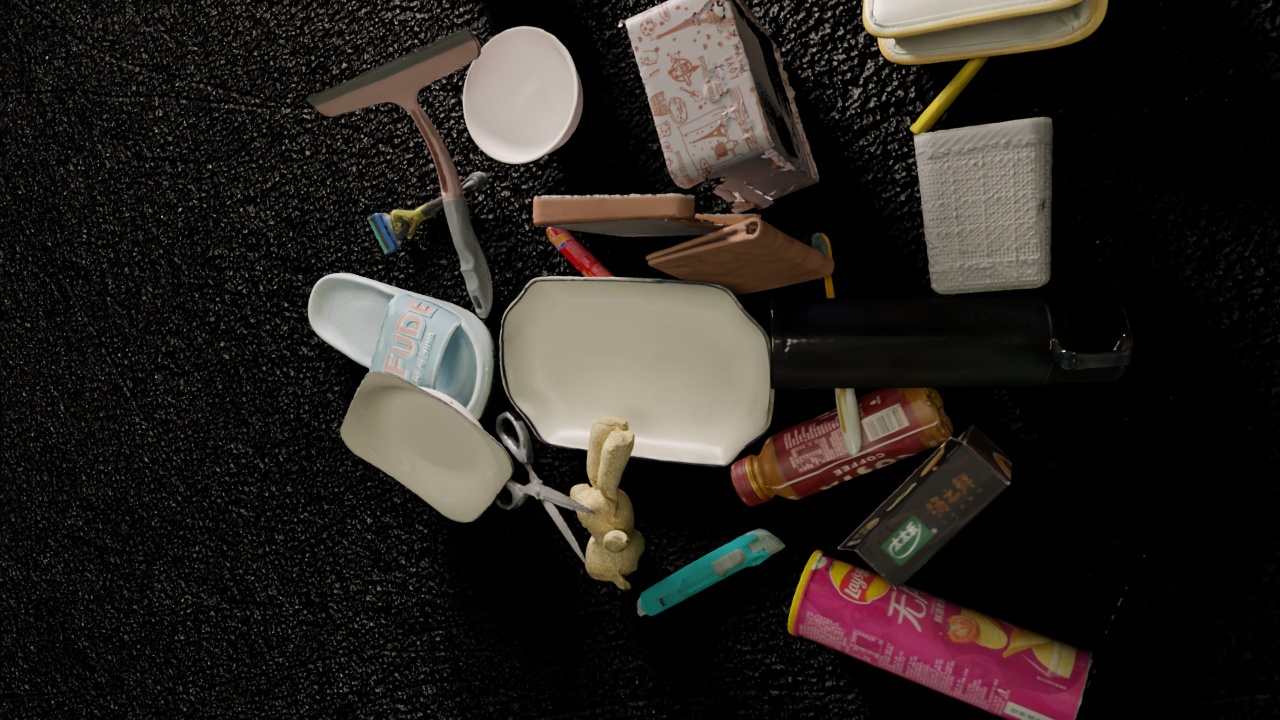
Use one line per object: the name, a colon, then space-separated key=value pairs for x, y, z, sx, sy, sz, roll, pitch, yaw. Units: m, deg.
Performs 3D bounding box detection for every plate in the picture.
plate: x=-0.200 y=0.077 z=0.878 sx=0.164 sy=0.034 sz=0.164 roll=36 pitch=137 yaw=-5
plate: x=-0.005 y=0.005 z=0.808 sx=0.266 sy=0.034 sz=0.162 roll=3 pitch=105 yaw=26

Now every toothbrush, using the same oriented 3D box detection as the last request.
toothbrush: x=0.269 y=-0.250 z=0.691 sx=0.016 sy=0.015 sz=0.190 roll=45 pitch=109 yaw=21
toothbrush: x=0.153 y=-0.018 z=0.721 sx=0.016 sy=0.018 sz=0.191 roll=-20 pitch=63 yaw=35

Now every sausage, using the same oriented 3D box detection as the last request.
sausage: x=-0.036 y=-0.077 z=0.839 sx=0.156 sy=0.020 sz=0.020 roll=43 pitch=109 yaw=17

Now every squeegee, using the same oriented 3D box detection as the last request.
squeegee: x=-0.184 y=-0.159 z=0.865 sx=0.248 sy=0.040 sz=0.250 roll=-3 pitch=114 yaw=40

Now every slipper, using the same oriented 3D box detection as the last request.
slipper: x=-0.244 y=-0.021 z=0.908 sx=0.245 sy=0.074 sz=0.104 roll=25 pitch=102 yaw=23

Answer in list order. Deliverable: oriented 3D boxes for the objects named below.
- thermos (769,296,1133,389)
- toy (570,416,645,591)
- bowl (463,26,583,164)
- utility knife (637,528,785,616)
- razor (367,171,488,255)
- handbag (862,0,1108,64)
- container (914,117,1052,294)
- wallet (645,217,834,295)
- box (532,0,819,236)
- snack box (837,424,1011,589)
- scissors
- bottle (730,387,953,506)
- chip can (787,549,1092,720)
thermos: x=0.215 y=-0.013 z=0.655 sx=0.243 sy=0.090 sz=0.068 roll=-1 pitch=99 yaw=9
toy: x=-0.025 y=0.125 z=0.807 sx=0.105 sy=0.066 sz=0.157 roll=34 pitch=129 yaw=52
bowl: x=-0.094 y=-0.233 z=0.832 sx=0.118 sy=0.064 sz=0.118 roll=1 pitch=93 yaw=24
utility knife: x=0.057 y=0.190 z=0.813 sx=0.157 sy=0.013 sz=0.029 roll=-34 pitch=77 yaw=22
razor: x=-0.206 y=-0.153 z=0.911 sx=0.143 sy=0.022 sz=0.042 roll=-23 pitch=100 yaw=24
handbag: x=0.250 y=-0.317 z=0.666 sx=0.164 sy=0.063 sz=0.178 roll=2 pitch=85 yaw=30
container: x=0.253 y=-0.108 z=0.668 sx=0.090 sy=0.090 sz=0.114 roll=-2 pitch=95 yaw=25
wallet: x=0.078 y=-0.078 z=0.729 sx=0.116 sy=0.101 sz=0.020 roll=-13 pitch=69 yaw=42
box: x=0.022 y=-0.164 z=0.722 sx=0.193 sy=0.182 sz=0.156 roll=-16 pitch=85 yaw=21
snack box: x=0.213 y=0.105 z=0.674 sx=0.053 sy=0.125 sz=0.113 roll=44 pitch=109 yaw=14
scissors: x=-0.097 y=0.116 z=0.838 sx=0.160 sy=0.014 sz=0.175 roll=-40 pitch=63 yaw=49
bottle: x=0.157 y=0.069 z=0.736 sx=0.175 sy=0.057 sz=0.057 roll=-26 pitch=82 yaw=24
chip can: x=0.225 y=0.216 z=0.706 sx=0.211 sy=0.071 sz=0.071 roll=17 pitch=99 yaw=22
